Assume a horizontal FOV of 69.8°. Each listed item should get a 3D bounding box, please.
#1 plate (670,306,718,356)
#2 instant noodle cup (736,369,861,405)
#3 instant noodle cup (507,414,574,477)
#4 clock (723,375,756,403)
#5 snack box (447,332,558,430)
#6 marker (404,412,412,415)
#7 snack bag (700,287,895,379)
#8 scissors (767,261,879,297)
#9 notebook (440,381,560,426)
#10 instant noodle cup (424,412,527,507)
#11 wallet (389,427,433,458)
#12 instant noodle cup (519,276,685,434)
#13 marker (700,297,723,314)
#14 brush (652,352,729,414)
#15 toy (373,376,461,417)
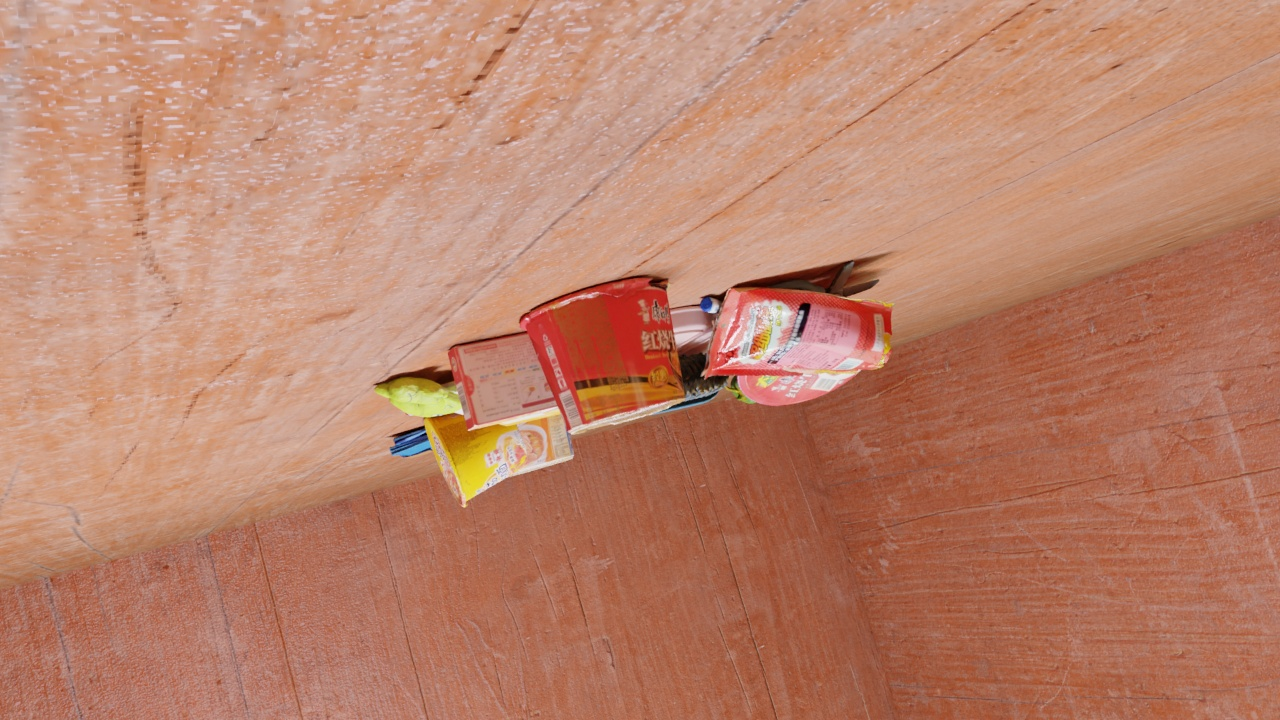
[{"bbox_3d":[-0.006,0.006,1.067,0.229,0.028,0.230,-22,163,-7],"label":"plate"},{"bbox_3d":[0.208,-0.023,1.180,0.193,0.065,0.194,-11,143,-9],"label":"instant noodle cup"},{"bbox_3d":[-0.176,0.116,1.445,0.151,0.111,0.151,-16,174,-2],"label":"instant noodle cup"},{"bbox_3d":[0.170,-0.004,1.273,0.161,0.116,0.056,-16,-175,-32],"label":"clock"},{"bbox_3d":[-0.098,0.011,0.873,0.155,0.077,0.027,-12,173,-31],"label":"snack box"},{"bbox_3d":[-0.224,0.040,1.083,0.145,0.017,0.017,-20,173,28],"label":"marker"},{"bbox_3d":[0.176,-0.028,1.021,0.207,0.073,0.129,2,132,-20],"label":"snack bag"},{"bbox_3d":[0.188,-0.049,1.066,0.170,0.019,0.175,-8,143,-11],"label":"scissors"},{"bbox_3d":[-0.142,0.041,1.009,0.145,0.010,0.207,20,156,-41],"label":"notebook"},{"bbox_3d":[-0.233,0.123,1.313,0.109,0.138,0.138,-22,177,-21],"label":"instant noodle cup"},{"bbox_3d":[-0.338,0.127,1.478,0.106,0.040,0.133,-21,173,0],"label":"wallet"},{"bbox_3d":[-0.028,0.000,0.808,0.138,0.108,0.138,-16,174,-2],"label":"instant noodle cup"},{"bbox_3d":[0.093,-0.059,1.026,0.017,0.017,0.145,-18,173,19],"label":"marker"},{"bbox_3d":[0.033,0.033,1.051,0.143,0.055,0.074,-10,157,-39],"label":"brush"},{"bbox_3d":[-0.226,0.037,0.946,0.096,0.031,0.100,8,164,-19],"label":"toy"}]
